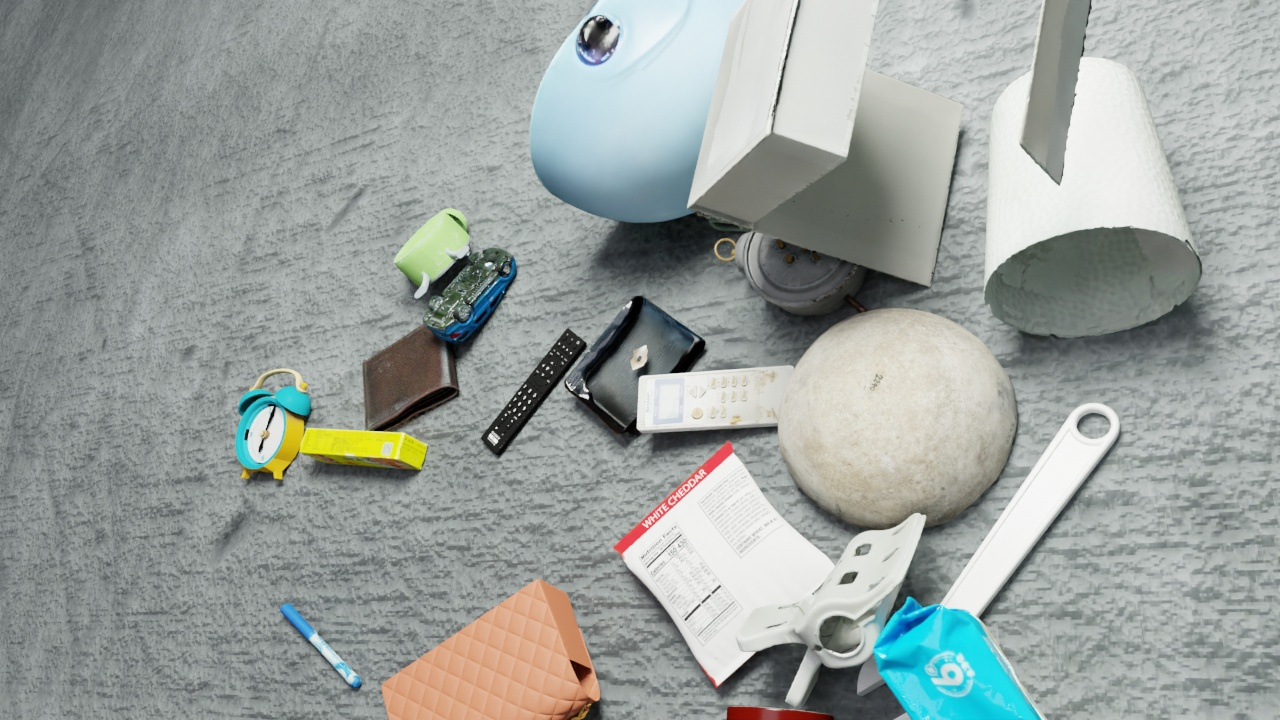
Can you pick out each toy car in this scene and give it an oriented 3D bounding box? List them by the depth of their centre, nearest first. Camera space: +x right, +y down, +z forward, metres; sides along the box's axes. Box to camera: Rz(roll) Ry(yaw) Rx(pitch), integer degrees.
[{"bbox_3d":[-0.178,-0.069,0.971,0.056,0.043,0.120,19,62,36],"label":"toy car"}]

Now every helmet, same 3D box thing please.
[{"bbox_3d":[0.030,-0.228,0.815,0.265,0.225,0.167,-47,59,3],"label":"helmet"}]

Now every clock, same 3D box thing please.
[{"bbox_3d":[0.131,-0.090,0.786,0.148,0.056,0.103,10,76,32],"label":"clock"},{"bbox_3d":[-0.230,-0.125,1.017,0.094,0.042,0.119,-42,23,5],"label":"clock"},{"bbox_3d":[-0.426,0.072,1.058,0.099,0.043,0.129,-4,72,30],"label":"clock"}]

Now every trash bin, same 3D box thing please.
[{"bbox_3d":[0.310,-0.119,0.653,0.133,0.133,0.161,-9,58,28],"label":"trash bin"}]

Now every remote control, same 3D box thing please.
[{"bbox_3d":[0.063,0.033,0.779,0.136,0.011,0.050,-4,66,17],"label":"remote control"},{"bbox_3d":[-0.105,0.030,0.902,0.030,0.009,0.140,38,90,38],"label":"remote control"}]

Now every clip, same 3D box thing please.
[{"bbox_3d":[0.137,0.169,0.624,0.075,0.124,0.144,46,115,12],"label":"clip"},{"bbox_3d":[0.100,-0.133,0.849,0.076,0.023,0.045,11,72,32],"label":"clip"}]

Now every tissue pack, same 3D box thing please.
[{"bbox_3d":[0.218,0.235,0.527,0.066,0.117,0.209,-38,61,9],"label":"tissue pack"}]

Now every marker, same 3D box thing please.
[{"bbox_3d":[-0.318,0.281,0.908,0.142,0.013,0.013,26,82,37],"label":"marker"}]

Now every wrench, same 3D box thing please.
[{"bbox_3d":[0.243,0.142,0.633,0.066,0.018,0.273,35,87,37],"label":"wrench"}]

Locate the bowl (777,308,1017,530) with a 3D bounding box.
[{"bbox_3d":[0.179,0.032,0.679,0.179,0.081,0.178,-11,65,24],"label":"bowl"}]

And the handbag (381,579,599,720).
[{"bbox_3d":[-0.120,0.278,0.758,0.172,0.060,0.108,-35,49,9],"label":"handbag"}]

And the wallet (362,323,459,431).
[{"bbox_3d":[-0.250,0.015,0.987,0.120,0.031,0.099,-28,52,18],"label":"wallet"}]

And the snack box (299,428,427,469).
[{"bbox_3d":[-0.293,0.093,0.967,0.148,0.040,0.028,-1,67,31],"label":"snack box"}]

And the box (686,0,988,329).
[{"bbox_3d":[0.185,-0.159,0.724,0.172,0.379,0.167,4,76,47],"label":"box"}]

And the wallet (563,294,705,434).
[{"bbox_3d":[-0.005,0.005,0.842,0.115,0.026,0.089,-51,55,0],"label":"wallet"}]

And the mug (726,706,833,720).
[{"bbox_3d":[0.084,0.286,0.632,0.106,0.073,0.082,-28,50,52],"label":"mug"}]

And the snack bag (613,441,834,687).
[{"bbox_3d":[0.063,0.155,0.720,0.131,0.039,0.144,-43,56,3],"label":"snack bag"}]
